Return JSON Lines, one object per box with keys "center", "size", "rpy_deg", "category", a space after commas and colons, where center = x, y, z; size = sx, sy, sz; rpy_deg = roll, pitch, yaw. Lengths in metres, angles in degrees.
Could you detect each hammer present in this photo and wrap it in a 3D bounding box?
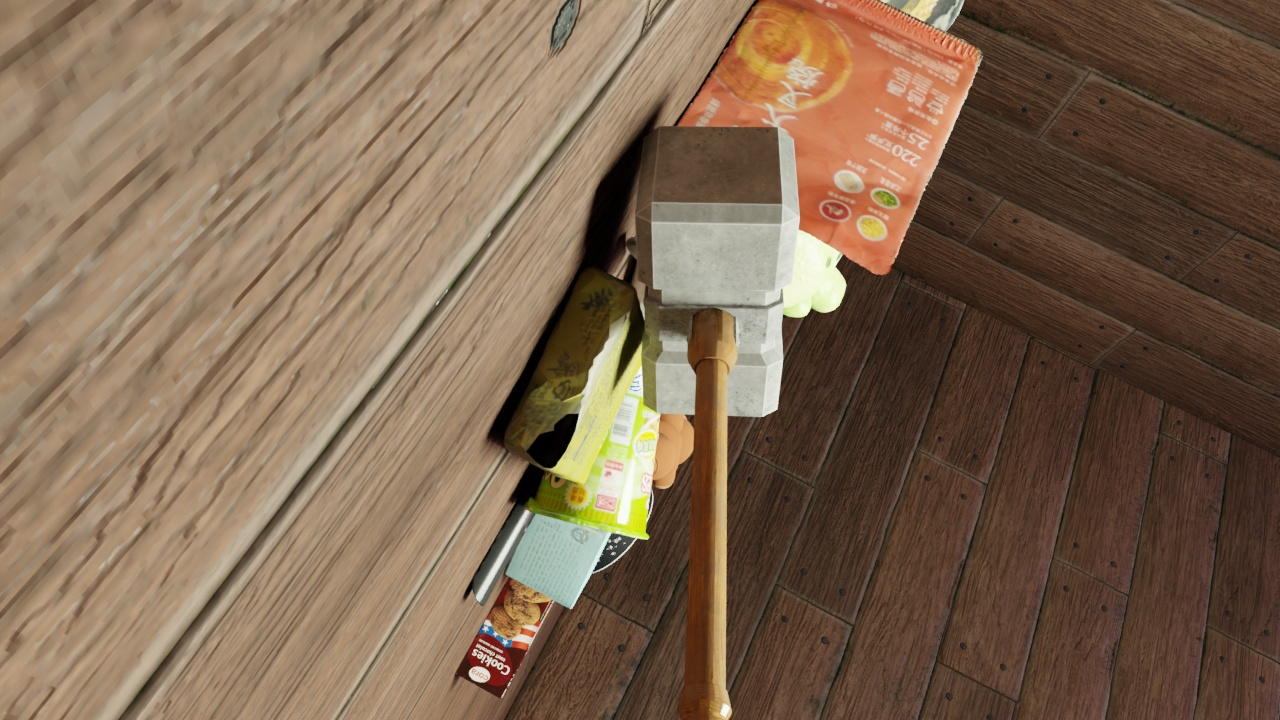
{"center": [0.035, 0.038, 0.458], "size": [0.163, 0.083, 0.316], "rpy_deg": [87, 6, -46], "category": "hammer"}

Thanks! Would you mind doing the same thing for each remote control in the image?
{"center": [-0.097, 0.129, 0.744], "size": [0.146, 0.015, 0.033], "rpy_deg": [-61, 175, -20], "category": "remote control"}

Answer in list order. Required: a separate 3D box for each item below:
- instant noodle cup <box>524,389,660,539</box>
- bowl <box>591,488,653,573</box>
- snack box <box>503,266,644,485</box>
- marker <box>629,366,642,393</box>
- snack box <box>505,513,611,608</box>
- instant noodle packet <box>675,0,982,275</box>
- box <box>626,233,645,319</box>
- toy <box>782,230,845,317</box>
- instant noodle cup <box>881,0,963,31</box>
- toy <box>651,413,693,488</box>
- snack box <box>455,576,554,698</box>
{"center": [-0.029, 0.077, 0.720], "size": [0.099, 0.099, 0.108], "rpy_deg": [85, 19, -81], "category": "instant noodle cup"}
{"center": [-0.054, 0.153, 0.951], "size": [0.120, 0.066, 0.120], "rpy_deg": [-36, -155, 20], "category": "bowl"}
{"center": [-0.038, 0.016, 0.594], "size": [0.181, 0.045, 0.121], "rpy_deg": [73, 42, -80], "category": "snack box"}
{"center": [-0.005, 0.005, 0.809], "size": [0.017, 0.017, 0.146], "rpy_deg": [-56, 155, -52], "category": "marker"}
{"center": [-0.063, 0.148, 0.856], "size": [0.175, 0.075, 0.053], "rpy_deg": [-66, 175, 31], "category": "snack box"}
{"center": [0.125, -0.162, 0.625], "size": [0.220, 0.164, 0.084], "rpy_deg": [-59, 176, -39], "category": "instant noodle packet"}
{"center": [0.028, -0.060, 0.680], "size": [0.125, 0.084, 0.156], "rpy_deg": [-50, 167, -39], "category": "box"}
{"center": [0.133, -0.109, 0.767], "size": [0.196, 0.107, 0.150], "rpy_deg": [14, 103, -62], "category": "toy"}
{"center": [0.204, -0.335, 0.779], "size": [0.112, 0.137, 0.138], "rpy_deg": [-70, -177, -53], "category": "instant noodle cup"}
{"center": [0.014, 0.091, 0.939], "size": [0.127, 0.065, 0.095], "rpy_deg": [-34, 134, -65], "category": "toy"}
{"center": [-0.129, 0.269, 0.943], "size": [0.140, 0.051, 0.032], "rpy_deg": [-61, 175, -19], "category": "snack box"}
